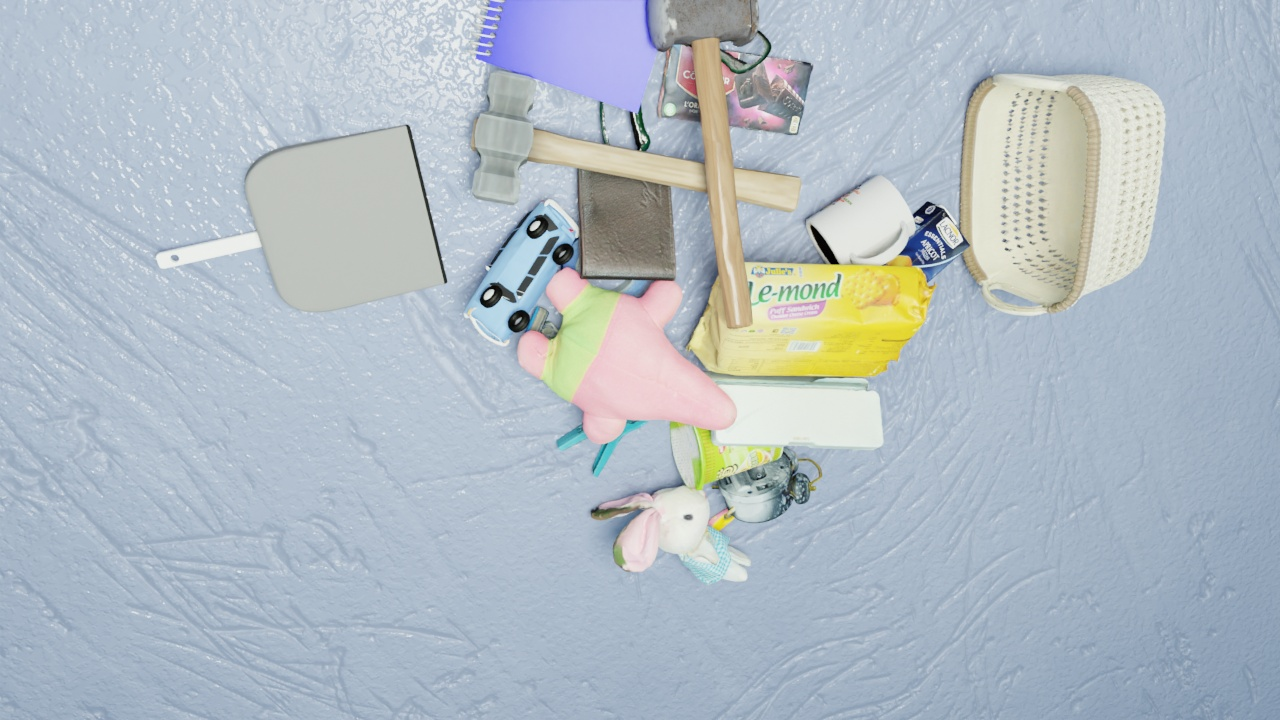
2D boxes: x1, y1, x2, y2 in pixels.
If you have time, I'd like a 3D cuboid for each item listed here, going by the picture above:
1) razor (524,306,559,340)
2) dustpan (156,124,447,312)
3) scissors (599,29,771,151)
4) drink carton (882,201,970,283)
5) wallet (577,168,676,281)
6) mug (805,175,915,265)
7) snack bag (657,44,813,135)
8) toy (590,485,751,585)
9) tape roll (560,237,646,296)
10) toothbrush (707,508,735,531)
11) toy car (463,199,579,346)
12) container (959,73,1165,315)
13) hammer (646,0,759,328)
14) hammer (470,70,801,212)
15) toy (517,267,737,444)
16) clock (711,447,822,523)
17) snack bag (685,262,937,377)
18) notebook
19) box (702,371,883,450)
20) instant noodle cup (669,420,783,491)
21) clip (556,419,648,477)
[{"bbox_3d":[-0.061,-0.014,1.008,0.144,0.022,0.042,24,93,-26],"label":"razor"},{"bbox_3d":[-0.335,-0.124,0.895,0.257,0.033,0.163,-16,116,-15],"label":"dustpan"},{"bbox_3d":[0.032,-0.295,0.893,0.204,0.015,0.202,-4,111,2],"label":"scissors"},{"bbox_3d":[0.300,-0.112,1.035,0.130,0.040,0.064,-42,116,7],"label":"drink carton"},{"bbox_3d":[-0.014,-0.141,0.933,0.099,0.031,0.120,0,83,-13],"label":"wallet"},{"bbox_3d":[0.240,-0.136,0.976,0.089,0.105,0.073,-33,128,2],"label":"mug"},{"bbox_3d":[0.096,-0.275,0.931,0.155,0.018,0.075,4,112,-12],"label":"snack bag"},{"bbox_3d":[0.060,0.204,1.074,0.205,0.131,0.106,27,104,-26],"label":"toy"},{"bbox_3d":[-0.037,-0.100,0.976,0.093,0.016,0.091,21,107,-20],"label":"tape roll"},{"bbox_3d":[0.116,0.188,1.138,0.135,0.016,0.021,-37,118,10],"label":"toothbrush"},{"bbox_3d":[-0.121,-0.088,0.917,0.056,0.055,0.153,44,71,-40],"label":"toy car"},{"bbox_3d":[0.439,-0.183,0.965,0.142,0.184,0.246,-15,117,-18],"label":"container"},{"bbox_3d":[0.072,-0.192,0.856,0.098,0.052,0.328,-10,99,-18],"label":"hammer"},{"bbox_3d":[-0.001,-0.190,0.894,0.322,0.051,0.117,9,93,-9],"label":"hammer"},{"bbox_3d":[-0.006,0.006,0.951,0.237,0.096,0.192,28,98,2],"label":"toy"},{"bbox_3d":[0.151,0.143,1.085,0.129,0.090,0.052,-19,121,0],"label":"clock"},{"bbox_3d":[0.181,-0.037,0.973,0.247,0.068,0.160,1,152,-7],"label":"snack bag"},{"bbox_3d":[-0.051,-0.358,0.847,0.171,0.022,0.209,16,109,-10],"label":"notebook"},{"bbox_3d":[0.164,0.050,1.026,0.197,0.125,0.075,3,112,-14],"label":"box"},{"bbox_3d":[0.100,0.090,1.053,0.107,0.099,0.099,-11,115,-17],"label":"instant noodle cup"},{"bbox_3d":[-0.044,0.064,1.043,0.127,0.028,0.113,-37,117,6],"label":"clip"}]
